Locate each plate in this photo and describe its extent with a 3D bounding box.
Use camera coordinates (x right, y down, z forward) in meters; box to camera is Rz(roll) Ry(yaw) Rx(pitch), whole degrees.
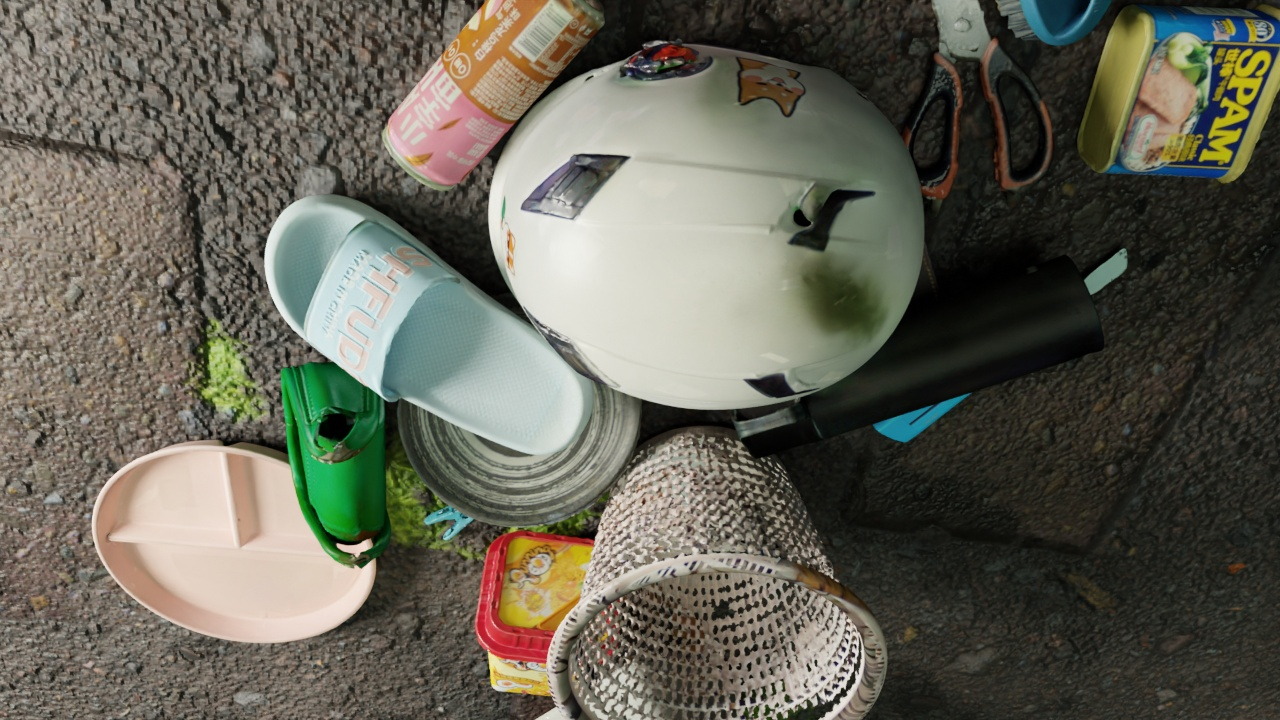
[{"bbox_3d":[-0.339,0.156,0.779,0.229,0.028,0.230,-1,123,-1],"label":"plate"},{"bbox_3d":[-0.087,0.037,0.682,0.179,0.024,0.179,-2,101,-8],"label":"plate"}]

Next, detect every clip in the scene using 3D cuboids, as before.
[{"bbox_3d":[-0.153,0.131,0.774,0.055,0.013,0.038,-30,119,20],"label":"clip"}]

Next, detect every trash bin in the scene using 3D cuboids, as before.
[{"bbox_3d":[0.050,0.161,0.687,0.227,0.191,0.228,0,124,0],"label":"trash bin"}]

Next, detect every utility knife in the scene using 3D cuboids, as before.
[{"bbox_3d":[0.267,-0.008,0.683,0.034,0.018,0.217,39,114,-22],"label":"utility knife"}]

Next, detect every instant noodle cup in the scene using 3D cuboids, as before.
[{"bbox_3d":[-0.082,0.223,0.784,0.116,0.115,0.124,9,135,-7],"label":"instant noodle cup"}]

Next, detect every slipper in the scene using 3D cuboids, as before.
[{"bbox_3d":[-0.144,-0.014,0.610,0.245,0.074,0.104,32,101,-4],"label":"slipper"}]

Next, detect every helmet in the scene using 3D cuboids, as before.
[{"bbox_3d":[0.044,-0.061,0.545,0.274,0.156,0.230,1,118,-6],"label":"helmet"}]

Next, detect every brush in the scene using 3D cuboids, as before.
[{"bbox_3d":[0.220,-0.237,0.494,0.055,0.073,0.144,-38,121,-8],"label":"brush"}]

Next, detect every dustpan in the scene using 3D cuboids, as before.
[{"bbox_3d":[0.007,0.366,0.815,0.258,0.142,0.222,-40,145,15],"label":"dustpan"}]

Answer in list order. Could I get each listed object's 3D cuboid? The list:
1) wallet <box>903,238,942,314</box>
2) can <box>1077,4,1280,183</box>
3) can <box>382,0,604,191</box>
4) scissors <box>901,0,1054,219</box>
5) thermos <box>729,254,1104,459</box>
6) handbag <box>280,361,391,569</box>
[{"bbox_3d":[0.158,-0.028,0.668,0.122,0.020,0.096,-19,118,13],"label":"wallet"},{"bbox_3d":[0.327,-0.162,0.558,0.083,0.057,0.102,2,123,1],"label":"can"},{"bbox_3d":[-0.089,-0.171,0.548,0.058,0.057,0.148,39,115,-23],"label":"can"},{"bbox_3d":[0.190,-0.184,0.566,0.202,0.015,0.205,22,121,-14],"label":"scissors"},{"bbox_3d":[0.180,0.006,0.625,0.243,0.089,0.068,-22,96,15],"label":"thermos"},{"bbox_3d":[-0.219,0.070,0.666,0.068,0.120,0.131,-6,124,-21],"label":"handbag"}]
